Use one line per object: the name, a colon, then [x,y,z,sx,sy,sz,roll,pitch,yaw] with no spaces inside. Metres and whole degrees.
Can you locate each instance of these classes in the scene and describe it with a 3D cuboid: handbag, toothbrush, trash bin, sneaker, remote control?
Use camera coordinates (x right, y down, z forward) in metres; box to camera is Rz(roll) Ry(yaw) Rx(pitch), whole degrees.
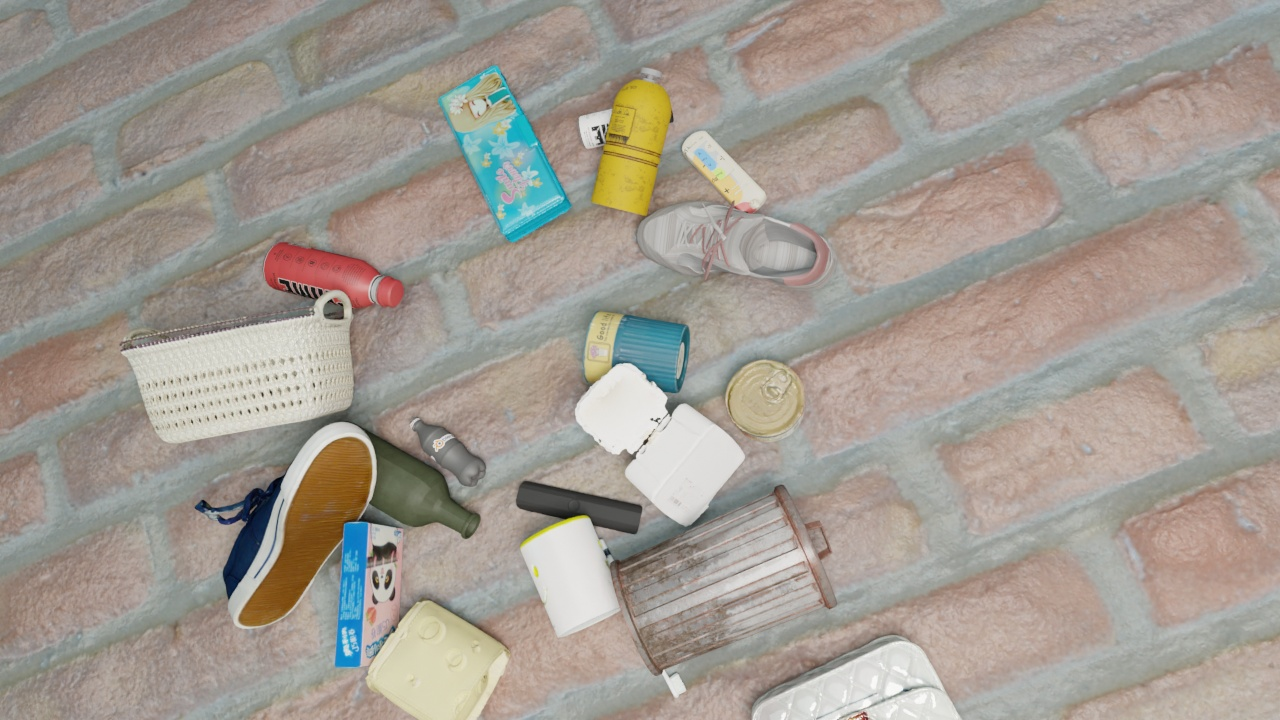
handbag: [-0.220,0.332,0.994,0.119,0.081,0.111,24,69,19]
toothbrush: [-0.001,0.277,0.998,0.017,0.012,0.186,-26,71,-10]
trash bin: [0.090,0.219,0.927,0.211,0.131,0.130,-24,72,3]
sneaker: [0.102,-0.135,1.037,0.236,0.089,0.099,11,87,14]
remote control: [-0.069,0.166,1.038,0.147,0.015,0.033,10,78,14]
sneaker: [-0.401,0.161,1.030,0.295,0.120,0.127,-54,55,23]
remote control: [0.100,-0.226,1.105,0.038,0.018,0.125,-40,73,-1]
handbag: [0.212,0.365,0.898,0.195,0.072,0.138,-28,73,4]

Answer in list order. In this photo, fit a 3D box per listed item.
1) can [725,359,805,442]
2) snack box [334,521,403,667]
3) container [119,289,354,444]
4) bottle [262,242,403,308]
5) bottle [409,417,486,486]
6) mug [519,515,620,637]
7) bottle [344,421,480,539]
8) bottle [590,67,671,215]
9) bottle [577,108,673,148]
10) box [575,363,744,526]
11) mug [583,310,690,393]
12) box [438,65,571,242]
can: [0.139,0.045,1.012,0.086,0.043,0.086,-3,75,11]
snack box: [-0.302,0.261,1.024,0.033,0.088,0.154,-4,75,11]
container: [-0.459,0.009,1.077,0.252,0.184,0.143,-10,93,5]
bottle: [-0.381,-0.102,1.149,0.177,0.062,0.062,14,79,15]
bottle: [-0.229,0.104,1.077,0.110,0.036,0.036,37,85,18]
mug: [-0.073,0.232,0.988,0.082,0.082,0.106,-26,73,4]
bottle: [-0.277,0.144,1.059,0.207,0.071,0.071,26,82,17]
bottle: [-0.007,-0.259,1.080,0.071,0.071,0.164,17,99,15]
bottle: [-0.017,-0.294,1.134,0.116,0.041,0.041,-10,74,9]
box: [0.021,0.088,0.968,0.111,0.189,0.101,-50,28,-5]
mug: [-0.006,0.006,1.031,0.107,0.083,0.113,9,69,10]
box: [-0.173,-0.263,1.163,0.094,0.039,0.226,-29,71,5]
